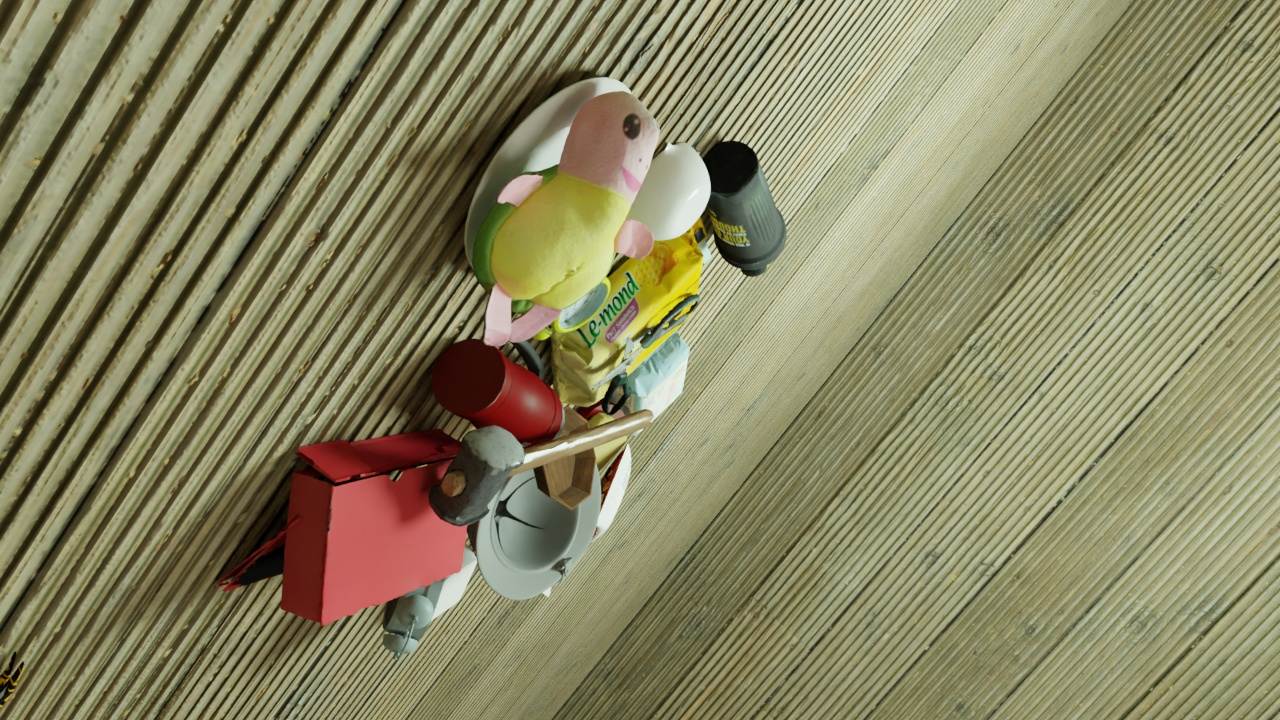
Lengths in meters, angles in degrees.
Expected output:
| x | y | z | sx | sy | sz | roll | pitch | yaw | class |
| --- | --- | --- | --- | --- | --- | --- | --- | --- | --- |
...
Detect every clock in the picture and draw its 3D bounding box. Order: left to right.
| x | y | z | sx | sy | sz | roll | pitch | yaw | class |
| --- | --- | --- | --- | --- | --- | --- | --- | --- | --- |
| -0.266 | 0.274 | 1.079 | 0.159 | 0.045 | 0.123 | -92 | -153 | -51 | clock |
| -0.086 | -0.065 | 0.929 | 0.118 | 0.057 | 0.083 | -35 | 159 | -21 | clock |

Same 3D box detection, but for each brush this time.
| x | y | z | sx | sy | sz | roll | pitch | yaw | class |
| --- | --- | --- | --- | --- | --- | --- | --- | --- | --- |
| -0.085 | 0.134 | 1.301 | 0.173 | 0.042 | 0.082 | -48 | 129 | -5 | brush |

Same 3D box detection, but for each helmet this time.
| x | y | z | sx | sy | sz | roll | pitch | yaw | class |
| --- | --- | --- | --- | --- | --- | --- | --- | --- | --- |
| -0.164 | 0.196 | 1.177 | 0.270 | 0.118 | 0.183 | -34 | 114 | -56 | helmet |

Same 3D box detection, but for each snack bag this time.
| x | y | z | sx | sy | sz | roll | pitch | yaw | class |
| --- | --- | --- | --- | --- | --- | --- | --- | --- | --- |
| -0.047 | 0.199 | 1.344 | 0.144 | 0.039 | 0.130 | 110 | 2 | -64 | snack bag |
| -0.012 | -0.050 | 1.117 | 0.246 | 0.068 | 0.160 | -43 | 160 | -20 | snack bag |

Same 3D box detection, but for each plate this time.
| x | y | z | sx | sy | sz | roll | pitch | yaw | class |
| --- | --- | --- | --- | --- | --- | --- | --- | --- | --- |
| -0.080 | -0.159 | 0.812 | 0.208 | 0.015 | 0.209 | -43 | 162 | -19 | plate |
| -0.099 | 0.123 | 1.155 | 0.131 | 0.025 | 0.131 | 24 | 63 | -60 | plate |

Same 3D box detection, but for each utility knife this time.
| x | y | z | sx | sy | sz | roll | pitch | yaw | class |
| --- | --- | --- | --- | --- | --- | --- | --- | --- | --- |
| 0.072 | -0.166 | 1.176 | 0.030 | 0.019 | 0.225 | -40 | 165 | 0 | utility knife |

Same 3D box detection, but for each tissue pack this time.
| x | y | z | sx | sy | sz | roll | pitch | yaw | class |
| --- | --- | --- | --- | --- | --- | --- | --- | --- | --- |
| 0.010 | 0.033 | 1.343 | 0.112 | 0.070 | 0.182 | -43 | 164 | -20 | tissue pack |

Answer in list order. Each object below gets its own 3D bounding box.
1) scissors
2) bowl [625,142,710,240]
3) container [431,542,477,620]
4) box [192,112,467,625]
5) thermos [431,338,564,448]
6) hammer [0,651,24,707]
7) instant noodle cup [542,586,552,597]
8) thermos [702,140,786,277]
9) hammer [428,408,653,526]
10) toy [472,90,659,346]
| x | y | z | sx | sy | sz | roll | pitch | yaw | class |
| --- | --- | --- | --- | --- | --- | --- | --- | --- | --- |
| -0.007 | 0.007 | 1.109 | 0.201 | 0.015 | 0.205 | -37 | 162 | -39 | scissors |
| 0.037 | -0.175 | 1.002 | 0.114 | 0.050 | 0.115 | -43 | 162 | -19 | bowl |
| -0.269 | 0.294 | 1.235 | 0.080 | 0.049 | 0.129 | -28 | 153 | -49 | container |
| -0.303 | 0.004 | 0.907 | 0.171 | 0.478 | 0.213 | -31 | 170 | 22 | box |
| -0.140 | 0.031 | 0.965 | 0.198 | 0.084 | 0.108 | 53 | 51 | -70 | thermos |
| -0.478 | 0.190 | 0.548 | 0.123 | 0.036 | 0.321 | -40 | 163 | -30 | hammer |
| -0.150 | 0.264 | 1.364 | 0.121 | 0.123 | 0.123 | -53 | 164 | -15 | instant noodle cup |
| 0.127 | -0.188 | 1.143 | 0.098 | 0.098 | 0.221 | -49 | 157 | -3 | thermos |
| -0.087 | 0.094 | 0.986 | 0.327 | 0.052 | 0.098 | -13 | 145 | -55 | hammer |
| -0.065 | -0.114 | 0.768 | 0.189 | 0.088 | 0.238 | 13 | 112 | -49 | toy |
